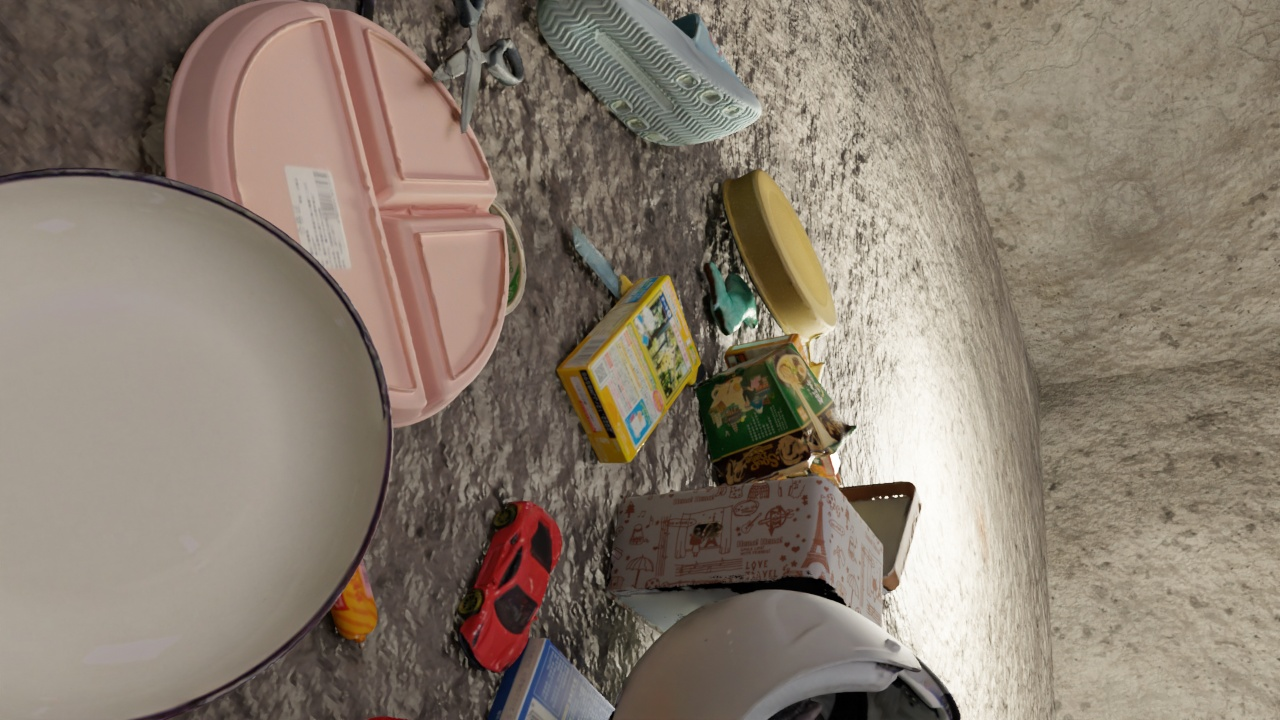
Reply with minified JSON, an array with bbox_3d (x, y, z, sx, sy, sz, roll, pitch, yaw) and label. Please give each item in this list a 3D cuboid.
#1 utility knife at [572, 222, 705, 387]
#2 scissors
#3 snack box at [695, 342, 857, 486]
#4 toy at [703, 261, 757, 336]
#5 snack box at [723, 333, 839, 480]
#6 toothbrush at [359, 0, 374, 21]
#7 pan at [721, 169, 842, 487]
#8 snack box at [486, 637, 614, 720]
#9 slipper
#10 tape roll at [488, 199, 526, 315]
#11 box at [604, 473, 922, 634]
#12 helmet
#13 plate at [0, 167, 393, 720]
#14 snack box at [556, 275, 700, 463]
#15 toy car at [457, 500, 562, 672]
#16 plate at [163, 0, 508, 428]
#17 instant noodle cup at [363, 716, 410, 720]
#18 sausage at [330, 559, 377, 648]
[{"bbox_3d":[0.000,-0.041,0.769,0.223,0.015,0.033,47,43,-44],"label":"utility knife"},{"bbox_3d":[-0.110,-0.202,0.594,0.164,0.014,0.164,7,64,-71],"label":"scissors"},{"bbox_3d":[0.120,0.048,0.865,0.117,0.118,0.105,-25,92,-60],"label":"snack box"},{"bbox_3d":[0.091,-0.061,0.921,0.096,0.030,0.091,66,28,-16],"label":"toy"},{"bbox_3d":[0.144,0.050,0.930,0.026,0.075,0.154,-49,122,-56],"label":"snack box"},{"bbox_3d":[-0.161,-0.172,0.534,0.014,0.017,0.188,42,43,-61],"label":"toothbrush"},{"bbox_3d":[0.168,-0.033,0.989,0.357,0.078,0.197,66,22,2],"label":"pan"},{"bbox_3d":[-0.043,0.254,0.583,0.157,0.026,0.084,57,36,-34],"label":"snack box"},{"bbox_3d":[0.008,-0.257,0.776,0.245,0.104,0.074,25,57,-48],"label":"slipper"},{"bbox_3d":[-0.105,-0.068,0.597,0.085,0.014,0.085,29,56,-54],"label":"tape roll"},{"bbox_3d":[0.109,0.156,0.729,0.269,0.180,0.136,5,76,-58],"label":"box"},{"bbox_3d":[0.070,0.246,0.581,0.228,0.146,0.259,-43,137,-10],"label":"helmet"},{"bbox_3d":[-0.188,0.030,0.327,0.192,0.039,0.192,4,81,-26],"label":"plate"},{"bbox_3d":[-0.004,0.004,0.713,0.140,0.034,0.087,-50,126,-44],"label":"snack box"},{"bbox_3d":[-0.077,0.138,0.561,0.049,0.031,0.106,55,39,-34],"label":"toy car"},{"bbox_3d":[-0.140,-0.079,0.486,0.229,0.028,0.229,31,54,-55],"label":"plate"},{"bbox_3d":[-0.095,0.244,0.423,0.115,0.116,0.124,-71,150,-41],"label":"instant noodle cup"},{"bbox_3d":[-0.158,0.064,0.452,0.021,0.021,0.165,-23,100,-60],"label":"sausage"}]
